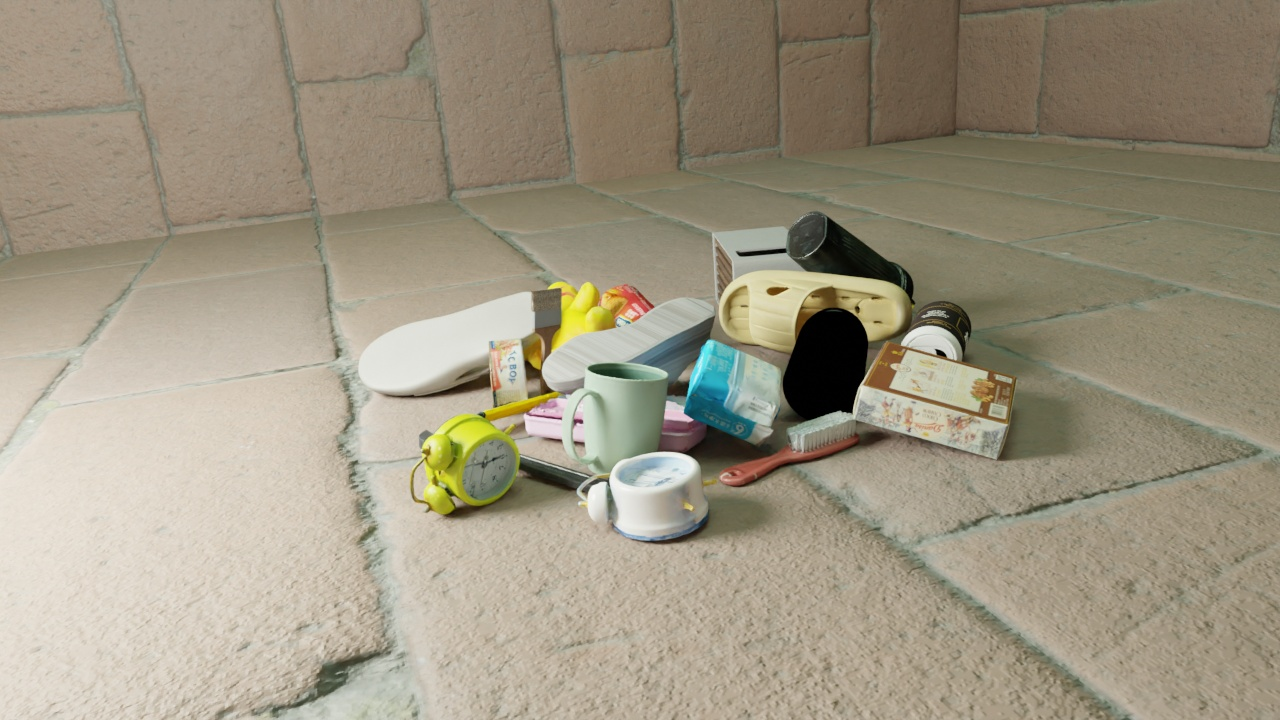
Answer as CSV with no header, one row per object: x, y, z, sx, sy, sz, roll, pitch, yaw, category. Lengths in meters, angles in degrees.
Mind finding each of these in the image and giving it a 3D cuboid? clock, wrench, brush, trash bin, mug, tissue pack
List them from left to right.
-0.172,0.100,0.880,0.118,0.083,0.057,-19,30,-41,clock
-0.131,0.104,0.954,0.274,0.018,0.073,12,16,36,wrench
-0.114,-0.015,1.108,0.008,0.143,0.045,15,18,42,brush
-0.029,0.061,0.899,0.111,0.104,0.084,-4,14,-41,mug
0.002,0.120,0.828,0.126,0.052,0.088,1,20,26,clock
0.099,0.033,0.976,0.093,0.062,0.144,23,23,0,tissue pack
0.184,-0.125,1.401,0.114,0.114,0.228,-5,19,-2,trash bin
0.151,0.086,0.921,0.172,0.030,0.041,-16,21,-29,brush

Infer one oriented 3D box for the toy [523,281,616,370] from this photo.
-0.096,-0.038,1.241,0.134,0.087,0.194,-53,31,-6,toy

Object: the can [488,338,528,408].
-0.162,0.017,1.116,0.043,0.086,0.086,-6,19,-8,can

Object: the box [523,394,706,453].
-0.013,0.060,1.034,0.201,0.037,0.152,4,12,26,box

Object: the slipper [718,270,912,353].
0.220,-0.059,1.207,0.262,0.111,0.079,1,27,23,slipper

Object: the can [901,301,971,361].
0.363,-0.024,1.127,0.072,0.072,0.128,4,21,24,can

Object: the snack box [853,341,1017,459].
0.311,0.038,0.960,0.147,0.041,0.142,16,25,19,snack box

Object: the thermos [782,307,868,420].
0.223,-0.004,1.081,0.086,0.086,0.198,1,19,16,thermos

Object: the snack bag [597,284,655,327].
-0.006,-0.045,1.257,0.082,0.082,0.176,-10,27,-16,snack bag

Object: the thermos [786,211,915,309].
0.294,-0.121,1.264,0.220,0.098,0.098,30,-5,-37,thermos

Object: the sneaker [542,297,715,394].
-0.006,0.006,1.086,0.235,0.090,0.099,-23,35,-28,sneaker

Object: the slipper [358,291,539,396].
-0.237,-0.008,1.220,0.266,0.081,0.112,-20,53,5,slipper

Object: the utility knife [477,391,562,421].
-0.135,0.054,1.082,0.158,0.017,0.031,-11,-18,-45,utility knife
